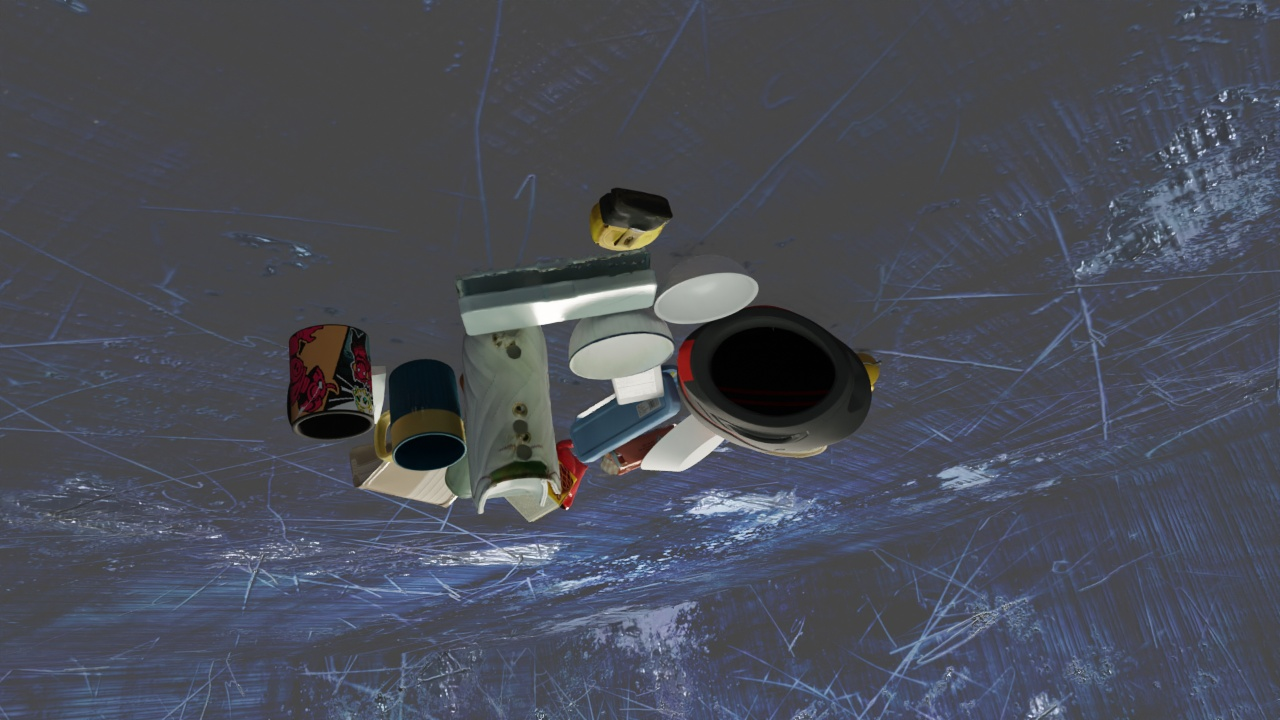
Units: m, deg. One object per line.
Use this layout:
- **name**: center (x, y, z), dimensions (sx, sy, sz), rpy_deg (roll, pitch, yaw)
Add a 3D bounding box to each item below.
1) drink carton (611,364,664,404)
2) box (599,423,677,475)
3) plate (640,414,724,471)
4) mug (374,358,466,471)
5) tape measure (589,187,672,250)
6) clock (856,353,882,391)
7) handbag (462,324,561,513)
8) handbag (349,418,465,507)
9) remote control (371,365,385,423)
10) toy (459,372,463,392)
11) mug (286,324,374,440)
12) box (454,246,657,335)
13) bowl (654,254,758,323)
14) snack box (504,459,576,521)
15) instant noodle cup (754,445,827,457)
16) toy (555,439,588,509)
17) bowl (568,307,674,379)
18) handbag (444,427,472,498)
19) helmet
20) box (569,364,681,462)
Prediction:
- **drink carton**: center (-0.007, 0.007, 1.128), dimensions (0.076, 0.048, 0.125), rpy_deg (-11, 157, 0)
- **box**: center (0.011, 0.130, 1.368), dimensions (0.187, 0.058, 0.062), rpy_deg (-15, 139, -59)
- **plate**: center (0.081, 0.120, 1.356), dimensions (0.173, 0.036, 0.174), rpy_deg (-34, 163, -12)
- **mug**: center (-0.262, 0.069, 1.066), dimensions (0.114, 0.107, 0.083), rpy_deg (-27, 146, 17)
- **tape measure**: center (-0.012, -0.124, 0.830), dimensions (0.065, 0.037, 0.064), rpy_deg (6, 151, -36)
- **clock**: center (0.277, 0.029, 1.311), dimensions (0.113, 0.052, 0.152), rpy_deg (-7, 162, -8)
- **handbag**: center (-0.139, 0.053, 0.990), dimensions (0.096, 0.198, 0.142), rpy_deg (-2, 158, -16)
- **handbag**: center (-0.278, 0.132, 1.310), dimensions (0.198, 0.062, 0.175), rpy_deg (-30, 150, 22)
- **remote control**: center (-0.337, 0.048, 1.108), dimensions (0.049, 0.024, 0.144), rpy_deg (-2, 156, -20)
- **toy**: center (-0.165, 0.041, 1.144), dimensions (0.095, 0.065, 0.127), rpy_deg (-12, 167, 22)
- **mug**: center (-0.338, 0.031, 0.972), dimensions (0.118, 0.098, 0.081), rpy_deg (-26, 153, 33)
- **box**: center (-0.083, -0.065, 0.929), dimensions (0.199, 0.066, 0.083), rpy_deg (-10, 138, -5)
- **bowl**: center (0.065, -0.082, 0.962), dimensions (0.110, 0.040, 0.110), rpy_deg (-9, 157, -4)
- **snack box**: center (-0.164, 0.175, 1.371), dimensions (0.106, 0.061, 0.084), rpy_deg (47, 133, -10)
- **instant noodle cup**: center (0.192, 0.073, 1.259), dimensions (0.179, 0.077, 0.179), rpy_deg (11, 155, 5)
- **toy**: center (-0.124, 0.156, 1.441), dimensions (0.088, 0.093, 0.133), rpy_deg (27, 133, 14)
- **bowl**: center (-0.025, -0.031, 1.015), dimensions (0.118, 0.062, 0.118), rpy_deg (-10, 157, -4)
- **handbag**: center (-0.203, 0.124, 1.251), dimensions (0.106, 0.067, 0.122), rpy_deg (-9, 143, -39)
- **helmet**: center (0.154, 0.028, 1.102), dimensions (0.264, 0.164, 0.170), rpy_deg (5, 166, -11)
- **box**: center (-0.010, 0.079, 1.269), dimensions (0.077, 0.074, 0.210), rpy_deg (5, 153, -43)
